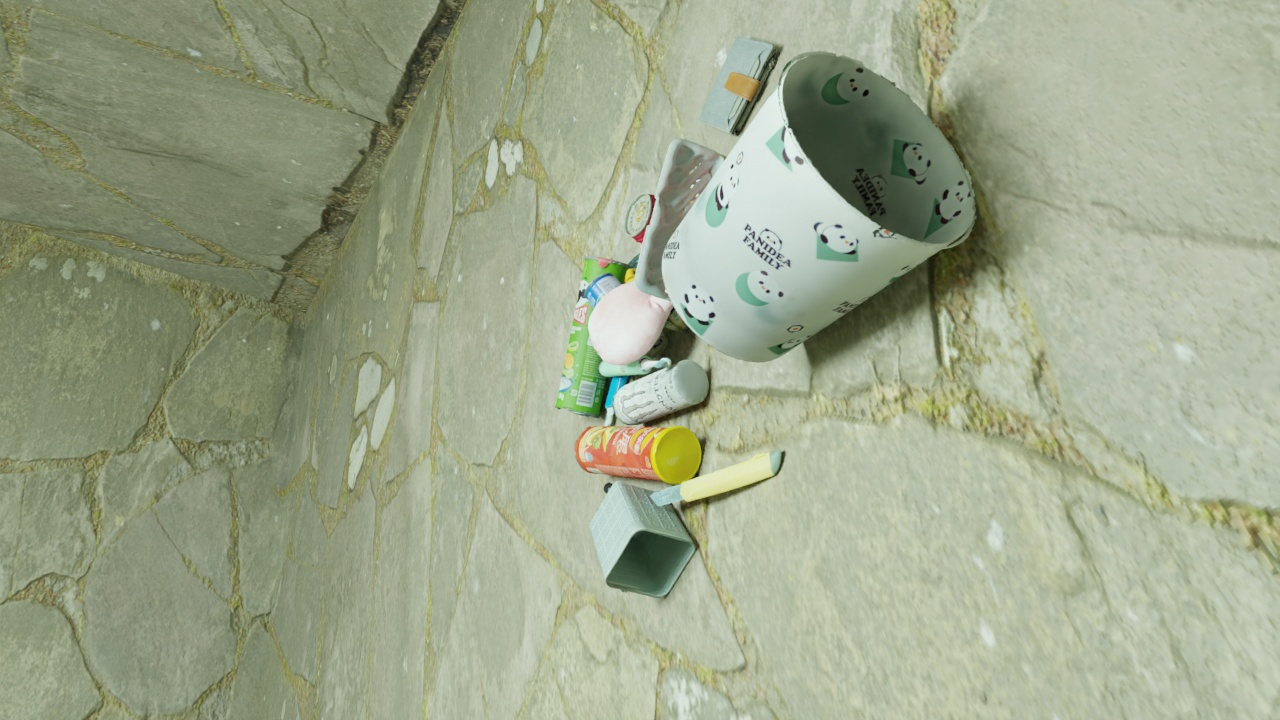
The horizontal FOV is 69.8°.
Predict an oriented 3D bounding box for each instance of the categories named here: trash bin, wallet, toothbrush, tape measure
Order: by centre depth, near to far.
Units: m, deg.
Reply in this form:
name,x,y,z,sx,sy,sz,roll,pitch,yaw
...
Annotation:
name,x,y,z,sx,sy,sz,roll,pitch,yaw
trash bin,0.162,-0.136,0.930,0.253,0.229,0.229,-46,38,46
toothbrush,-0.007,0.007,1.242,0.225,0.027,0.026,-6,101,67
wallet,0.134,-0.387,1.288,0.130,0.037,0.106,-64,30,13
tape measure,0.002,-0.111,1.332,0.060,0.057,0.028,106,167,-55

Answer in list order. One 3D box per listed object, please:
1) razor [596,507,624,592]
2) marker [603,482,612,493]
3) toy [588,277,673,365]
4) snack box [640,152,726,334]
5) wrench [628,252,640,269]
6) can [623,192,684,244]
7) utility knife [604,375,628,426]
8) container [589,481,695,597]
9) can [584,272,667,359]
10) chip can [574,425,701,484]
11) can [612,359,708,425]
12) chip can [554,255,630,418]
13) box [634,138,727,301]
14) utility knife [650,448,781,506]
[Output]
name,x,y,z,sx,sy,sz,roll,pitch,yaw
razor,-0.039,0.245,1.237,0.043,0.022,0.142,-57,32,19
marker,-0.022,0.186,1.247,0.124,0.015,0.018,14,82,62
toy,-0.003,-0.067,1.218,0.160,0.054,0.121,-45,47,12
snack box,0.078,-0.159,1.243,0.183,0.045,0.177,-48,39,34
wrench,-0.054,-0.052,1.435,0.274,0.016,0.056,-60,31,18
can,0.032,-0.173,1.185,0.067,0.093,0.066,-33,48,47
utility knife,-0.036,0.046,1.345,0.034,0.018,0.234,8,80,61
container,-0.003,0.216,1.129,0.090,0.090,0.111,-60,28,18
can,-0.020,-0.061,1.293,0.134,0.053,0.053,50,121,25
chip can,-0.009,0.122,1.206,0.217,0.073,0.073,-7,68,59
can,0.024,0.045,1.206,0.147,0.058,0.058,-24,54,52
chip can,-0.072,-0.035,1.379,0.072,0.072,0.236,8,87,60
box,0.073,-0.169,1.116,0.110,0.100,0.201,5,78,58
utility knife,0.083,0.141,1.066,0.202,0.021,0.031,-22,66,35
